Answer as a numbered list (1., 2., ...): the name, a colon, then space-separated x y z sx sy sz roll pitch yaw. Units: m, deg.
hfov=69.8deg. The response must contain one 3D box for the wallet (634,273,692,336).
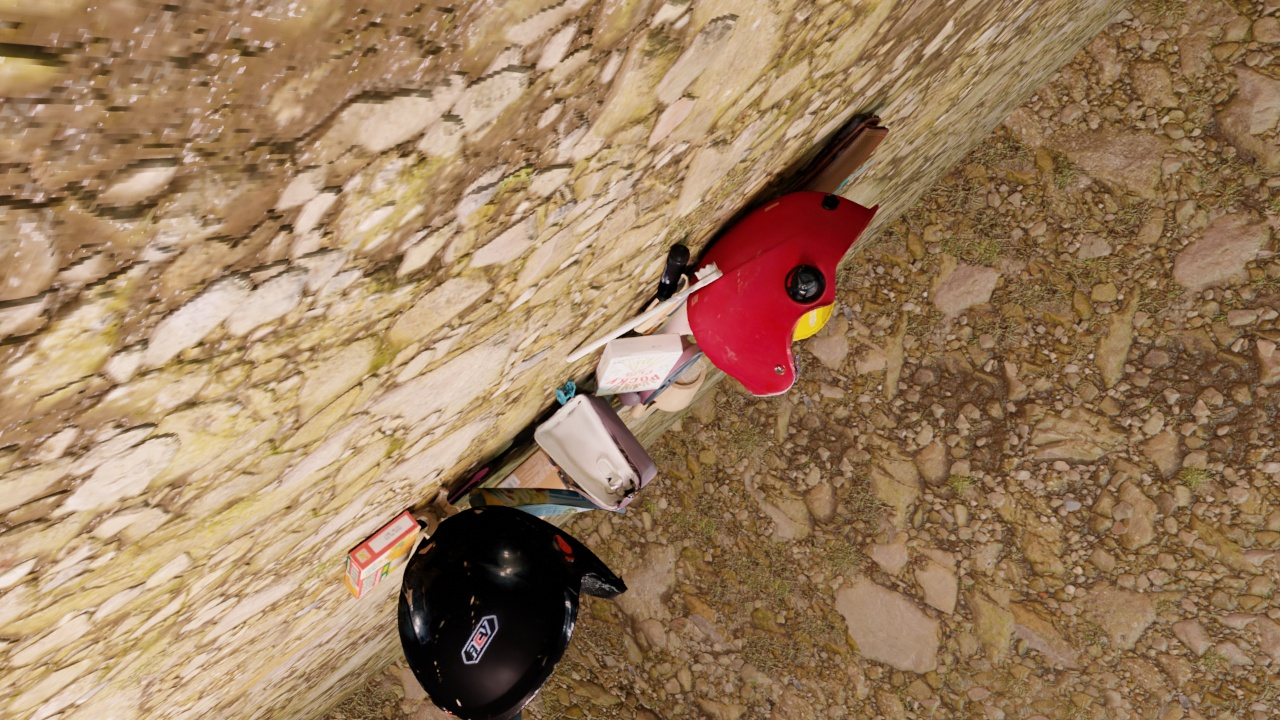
1. wallet: 0.030 -0.062 1.053 0.087 0.024 0.115 -47 173 8

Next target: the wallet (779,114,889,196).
1. wallet: 0.221 -0.226 1.040 0.125 0.032 0.101 -46 168 30

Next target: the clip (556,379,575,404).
1. clip: -0.087 0.037 1.066 0.043 0.014 0.057 -39 171 -15

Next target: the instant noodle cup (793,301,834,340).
1. instant noodle cup: 0.198 -0.108 1.237 0.138 0.138 0.110 -40 162 -9

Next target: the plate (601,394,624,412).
1. plate: -0.047 0.071 1.430 0.179 0.024 0.179 -41 173 -7

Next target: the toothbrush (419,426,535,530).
1. toothbrush: -0.199 0.143 1.119 0.189 0.014 0.018 -41 -178 2

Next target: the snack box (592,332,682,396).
1. snack box: -0.007 0.006 1.102 0.084 0.027 0.157 -7 163 -12

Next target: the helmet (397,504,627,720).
1. helmet: -0.165 0.288 1.054 0.233 0.230 0.275 -54 -171 -2

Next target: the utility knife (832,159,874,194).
1. utility knife: 0.260 -0.231 1.268 0.216 0.013 0.029 -37 172 -28

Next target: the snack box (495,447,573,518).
1. snack box: -0.152 0.190 1.380 0.093 0.077 0.094 -41 173 -1

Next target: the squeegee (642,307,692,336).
1. squeegee: 0.126 -0.018 1.210 0.249 0.040 0.248 20 124 -42

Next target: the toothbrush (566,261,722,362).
1. toothbrush: 0.001 -0.047 0.923 0.180 0.016 0.016 -31 173 7

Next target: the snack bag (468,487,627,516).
1. snack bag: -0.123 0.187 1.212 0.190 0.039 0.110 3 173 -25

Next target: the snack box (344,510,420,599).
1. snack box: -0.293 0.221 1.035 0.076 0.027 0.156 -37 172 -30

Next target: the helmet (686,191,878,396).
1. helmet: 0.137 -0.089 0.985 0.240 0.144 0.206 -62 178 13

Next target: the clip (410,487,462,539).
1. clip: -0.224 0.168 1.055 0.093 0.035 0.103 -41 177 11

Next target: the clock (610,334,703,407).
1. clock: 0.016 0.017 1.303 0.159 0.060 0.117 -45 173 18

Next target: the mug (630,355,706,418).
1. mug: 0.042 0.039 1.480 0.124 0.084 0.104 -35 169 -20

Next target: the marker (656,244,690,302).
1. marker: 0.033 -0.086 0.926 0.022 0.020 0.132 -20 169 -9

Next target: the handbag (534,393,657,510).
1. handbag: -0.054 0.120 1.184 0.098 0.145 0.197 -45 175 2
